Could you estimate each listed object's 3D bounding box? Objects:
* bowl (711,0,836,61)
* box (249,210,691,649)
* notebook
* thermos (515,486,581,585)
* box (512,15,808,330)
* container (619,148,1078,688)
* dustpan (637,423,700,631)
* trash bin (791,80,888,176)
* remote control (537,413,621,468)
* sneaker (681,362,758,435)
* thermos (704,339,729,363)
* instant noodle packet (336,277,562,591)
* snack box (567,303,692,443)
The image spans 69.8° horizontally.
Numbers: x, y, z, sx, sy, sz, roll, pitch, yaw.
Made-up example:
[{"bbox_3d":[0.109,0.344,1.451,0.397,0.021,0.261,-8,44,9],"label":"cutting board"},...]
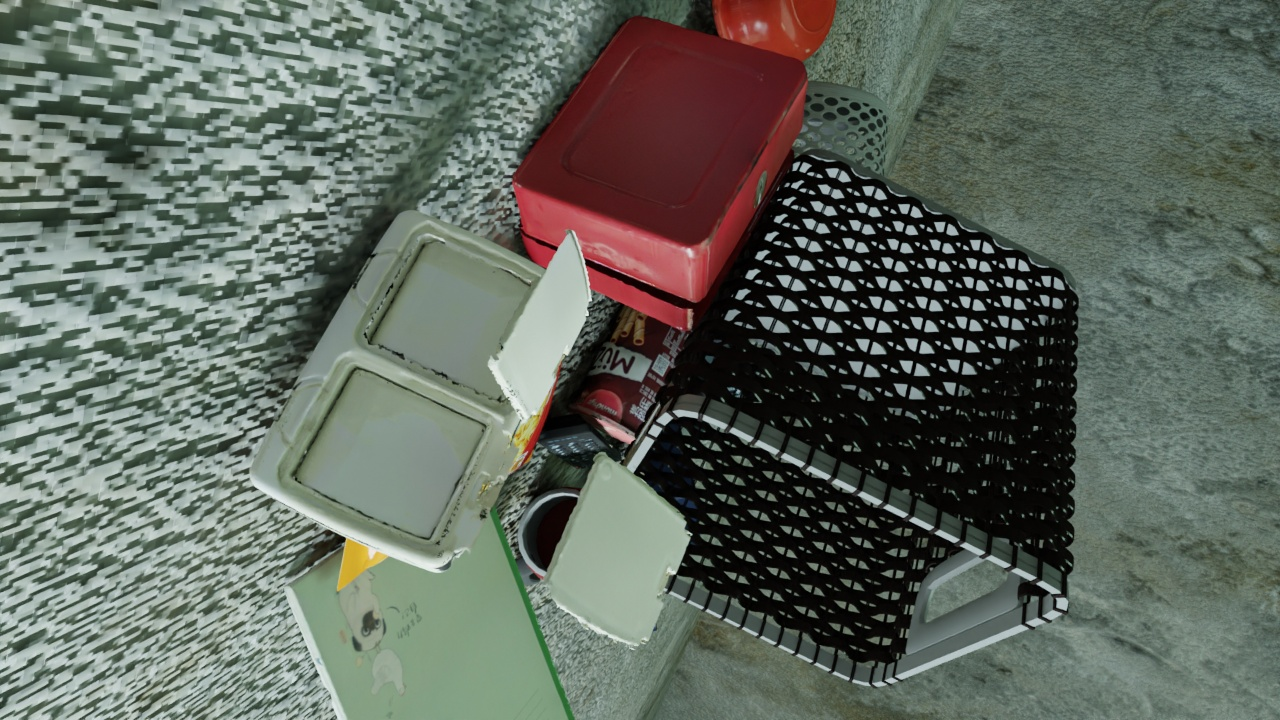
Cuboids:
[{"bbox_3d":[0.107,-0.270,0.670,0.130,0.045,0.130,-15,109,-48],"label":"bowl"},{"bbox_3d":[-0.050,0.020,0.372,0.105,0.187,0.143,120,-6,-73],"label":"box"},{"bbox_3d":[-0.110,0.207,0.575,0.181,0.010,0.252,-38,112,-61],"label":"notebook"},{"bbox_3d":[-0.065,0.175,0.857,0.108,0.084,0.199,-30,164,-2],"label":"thermos"},{"bbox_3d":[0.013,-0.116,0.547,0.157,0.129,0.087,-61,161,-21],"label":"box"},{"bbox_3d":[0.137,0.042,0.644,0.242,0.245,0.248,-64,-179,-33],"label":"container"},{"bbox_3d":[0.019,0.155,1.020,0.236,0.080,0.272,79,-2,-67],"label":"dustpan"},{"bbox_3d":[0.141,-0.143,0.829,0.156,0.156,0.183,0,97,-74],"label":"trash bin"},{"bbox_3d":[-0.052,0.072,0.803,0.150,0.047,0.022,63,18,-72],"label":"remote control"},{"bbox_3d":[0.099,0.018,1.140,0.089,0.087,0.236,-54,161,-39],"label":"sneaker"},{"bbox_3d":[0.068,-0.016,0.941,0.230,0.068,0.068,29,86,-86],"label":"thermos"},{"bbox_3d":[-0.100,0.026,0.557,0.220,0.032,0.160,-32,141,-65],"label":"instant noodle packet"},{"bbox_3d":[-0.005,0.005,0.788,0.121,0.072,0.072,-63,165,-11],"label":"snack box"}]
